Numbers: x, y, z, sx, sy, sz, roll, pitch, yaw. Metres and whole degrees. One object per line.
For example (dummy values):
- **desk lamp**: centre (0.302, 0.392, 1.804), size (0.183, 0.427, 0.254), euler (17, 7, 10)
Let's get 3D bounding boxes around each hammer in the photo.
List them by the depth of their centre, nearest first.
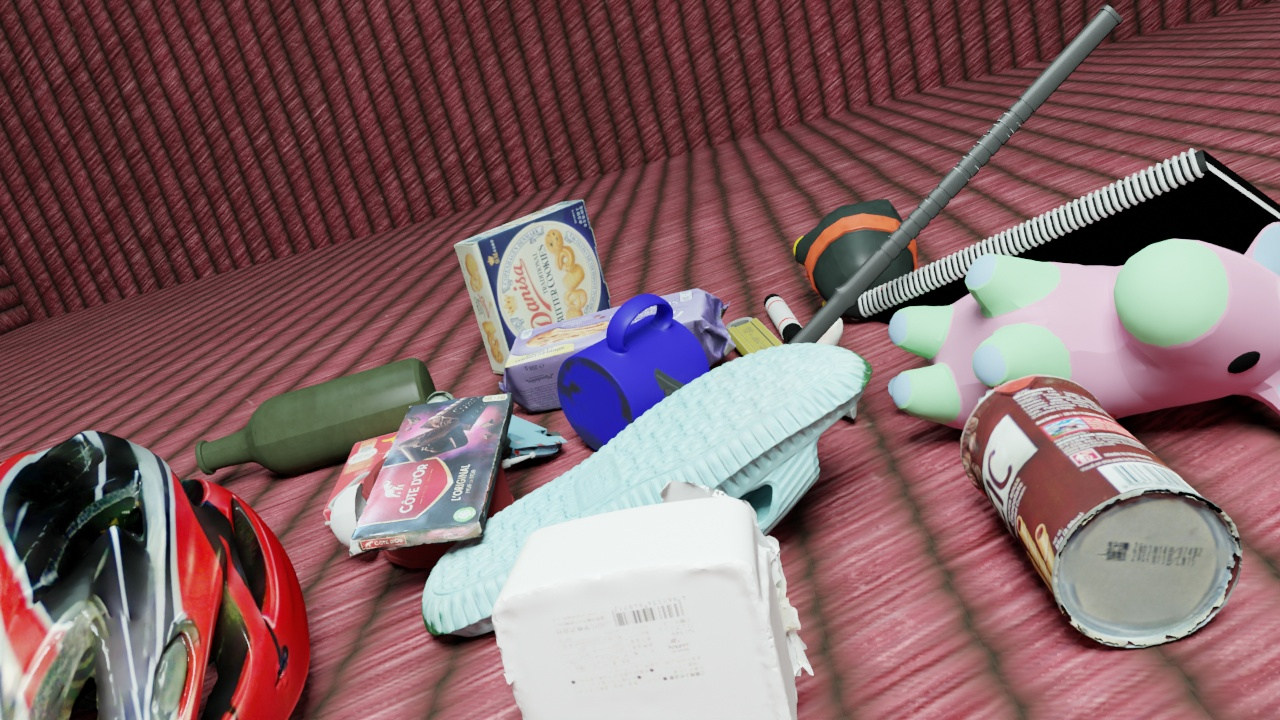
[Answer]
- **hammer**: centre (0.142, -0.072, 0.527), size (0.325, 0.095, 0.015), euler (-48, 11, 13)

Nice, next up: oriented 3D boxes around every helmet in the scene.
- **helmet**: centre (-0.277, 0.144, 0.431), size (0.217, 0.167, 0.272), euler (-22, 31, -11)

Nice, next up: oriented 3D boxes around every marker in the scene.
- **marker**: centre (0.131, -0.035, 0.829), size (0.019, 0.019, 0.145), euler (-14, 17, 3)

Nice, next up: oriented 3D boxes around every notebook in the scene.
- **notebook**: centre (0.257, -0.054, 0.552), size (0.148, 0.016, 0.207), euler (11, -24, -37)

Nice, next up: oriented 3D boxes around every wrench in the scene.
- **wrench**: centre (0.104, 0.007, 0.723), size (0.083, 0.018, 0.273), euler (-20, 18, -2)

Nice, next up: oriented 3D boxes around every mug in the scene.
- **mug**: centre (-0.004, 0.004, 0.674), size (0.079, 0.111, 0.083), euler (30, 42, 33)

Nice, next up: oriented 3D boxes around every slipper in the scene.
- **slipper**: centre (0.006, 0.079, 0.502), size (0.276, 0.069, 0.116), euler (-32, 22, 4)

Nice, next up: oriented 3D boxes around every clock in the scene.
- **clock**: centre (-0.142, 0.089, 0.605), size (0.138, 0.048, 0.096), euler (1, 28, 24)

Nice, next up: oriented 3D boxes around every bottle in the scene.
- **bottle**: centre (-0.284, 0.058, 0.809), size (0.207, 0.071, 0.071), euler (-16, 17, -2)

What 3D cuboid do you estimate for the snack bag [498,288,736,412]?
- **snack bag**: centre (-0.019, -0.008, 0.808), size (0.205, 0.058, 0.096), euler (-13, 19, 8)

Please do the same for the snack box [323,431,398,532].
- **snack box**: centre (-0.192, 0.086, 0.725), size (0.089, 0.021, 0.133), euler (-16, 17, -2)

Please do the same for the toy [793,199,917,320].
- **toy**: centre (0.194, -0.081, 0.806), size (0.097, 0.100, 0.119), euler (23, 41, -15)

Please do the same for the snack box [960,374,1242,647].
- **snack box**: centre (0.192, 0.060, 0.400), size (0.072, 0.072, 0.121), euler (-13, 18, 7)

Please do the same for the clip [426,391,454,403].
- **clip**: centre (-0.138, 0.060, 0.671), size (0.023, 0.076, 0.047), euler (-16, 16, -3)

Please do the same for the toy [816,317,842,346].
- **toy**: centre (0.085, 0.013, 0.627), size (0.126, 0.037, 0.075), euler (-28, 11, 47)

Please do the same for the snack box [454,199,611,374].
- **snack box**: centre (-0.104, -0.076, 0.949), size (0.144, 0.144, 0.043), euler (-30, 25, -36)

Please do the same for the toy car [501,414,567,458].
- **toy car**: centre (-0.105, 0.062, 0.707), size (0.108, 0.027, 0.060), euler (17, 13, 42)

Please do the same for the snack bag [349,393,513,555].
- **snack bag**: centre (-0.123, 0.065, 0.569), size (0.074, 0.018, 0.155), euler (-8, 27, 4)

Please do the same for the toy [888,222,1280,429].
- **toy**: centre (0.247, -0.006, 0.510), size (0.171, 0.120, 0.223), euler (8, -19, -17)

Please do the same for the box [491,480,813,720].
- **box**: centre (0.012, 0.099, 0.372), size (0.103, 0.110, 0.130), euler (-12, 19, 9)
